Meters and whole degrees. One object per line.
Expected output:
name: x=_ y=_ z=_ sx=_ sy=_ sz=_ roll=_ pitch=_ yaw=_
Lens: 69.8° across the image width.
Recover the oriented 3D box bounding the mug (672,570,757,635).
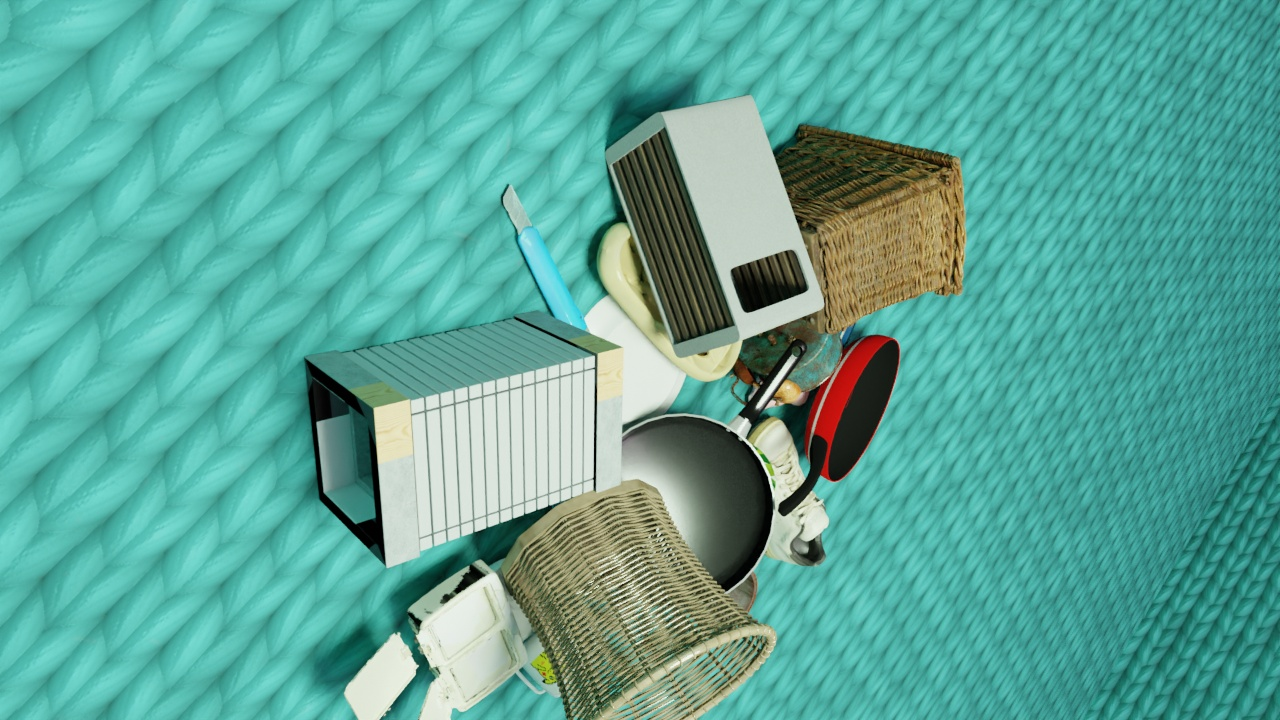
mug: x=0.075 y=0.299 z=1.178 sx=0.096 sy=0.110 sz=0.123 roll=36 pitch=82 yaw=-38

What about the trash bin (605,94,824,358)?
trash bin: x=0.074 y=-0.134 z=0.935 sx=0.114 sy=0.115 sz=0.229 roll=-21 pitch=92 yaw=-32

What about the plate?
plate: x=-0.006 y=0.006 z=1.051 sx=0.188 sy=0.016 sz=0.189 roll=-17 pitch=117 yaw=-36

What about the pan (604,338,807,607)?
pan: x=0.083 y=0.121 z=1.072 sx=0.225 sy=0.034 sz=0.356 roll=37 pitch=88 yaw=-8

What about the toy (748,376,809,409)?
toy: x=0.191 y=0.023 z=1.208 sx=0.102 sy=0.050 sz=0.093 roll=-8 pitch=121 yaw=-36

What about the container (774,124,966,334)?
container: x=0.208 y=-0.146 z=1.034 sx=0.182 sy=0.250 sz=0.162 roll=-26 pitch=122 yaw=-23

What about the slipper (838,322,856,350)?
slipper: x=0.286 y=-0.121 z=1.215 sx=0.118 sy=0.060 sz=0.296 roll=-40 pitch=152 yaw=-55

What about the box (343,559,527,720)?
box: x=-0.193 y=0.307 z=0.916 sx=0.185 sy=0.066 sz=0.145 roll=-51 pitch=138 yaw=-42

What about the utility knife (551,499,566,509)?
utility knife: x=-0.093 y=0.137 z=1.029 sx=0.022 sy=0.015 sz=0.118 roll=-25 pitch=119 yaw=-41

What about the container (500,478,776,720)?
container: x=-0.013 y=0.255 z=0.916 sx=0.226 sy=0.196 sz=0.227 roll=-24 pitch=147 yaw=-17

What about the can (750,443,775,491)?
can: x=0.095 y=0.168 z=1.158 sx=0.143 sy=0.083 sz=0.083 roll=-27 pitch=123 yaw=-31

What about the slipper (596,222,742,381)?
slipper: x=0.054 y=-0.061 z=1.020 sx=0.261 sy=0.079 sz=0.111 roll=38 pitch=63 yaw=-41

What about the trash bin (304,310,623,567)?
trash bin: x=-0.156 y=0.059 z=0.851 sx=0.246 sy=0.142 sz=0.142 roll=-15 pitch=116 yaw=-37

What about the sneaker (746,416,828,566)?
sneaker: x=0.204 y=0.192 z=1.251 sx=0.088 sy=0.102 sz=0.242 roll=-33 pitch=125 yaw=-28

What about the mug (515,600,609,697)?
mug: x=-0.096 y=0.334 z=1.049 sx=0.116 sy=0.068 sz=0.094 roll=-47 pitch=175 yaw=17

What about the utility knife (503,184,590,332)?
utility knife: x=-0.096 y=-0.091 z=0.934 sx=0.031 sy=0.015 sz=0.196 roll=-42 pitch=130 yaw=-25

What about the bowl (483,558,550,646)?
bowl: x=-0.150 y=0.258 z=1.007 sx=0.109 sy=0.040 sz=0.110 roll=-18 pitch=118 yaw=-36

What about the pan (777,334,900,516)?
pan: x=0.247 y=0.093 z=1.189 sx=0.355 sy=0.067 sz=0.209 roll=-34 pitch=139 yaw=-44

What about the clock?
clock: x=0.172 y=-0.010 z=1.134 sx=0.157 sy=0.121 sz=0.073 roll=-50 pitch=137 yaw=-7
